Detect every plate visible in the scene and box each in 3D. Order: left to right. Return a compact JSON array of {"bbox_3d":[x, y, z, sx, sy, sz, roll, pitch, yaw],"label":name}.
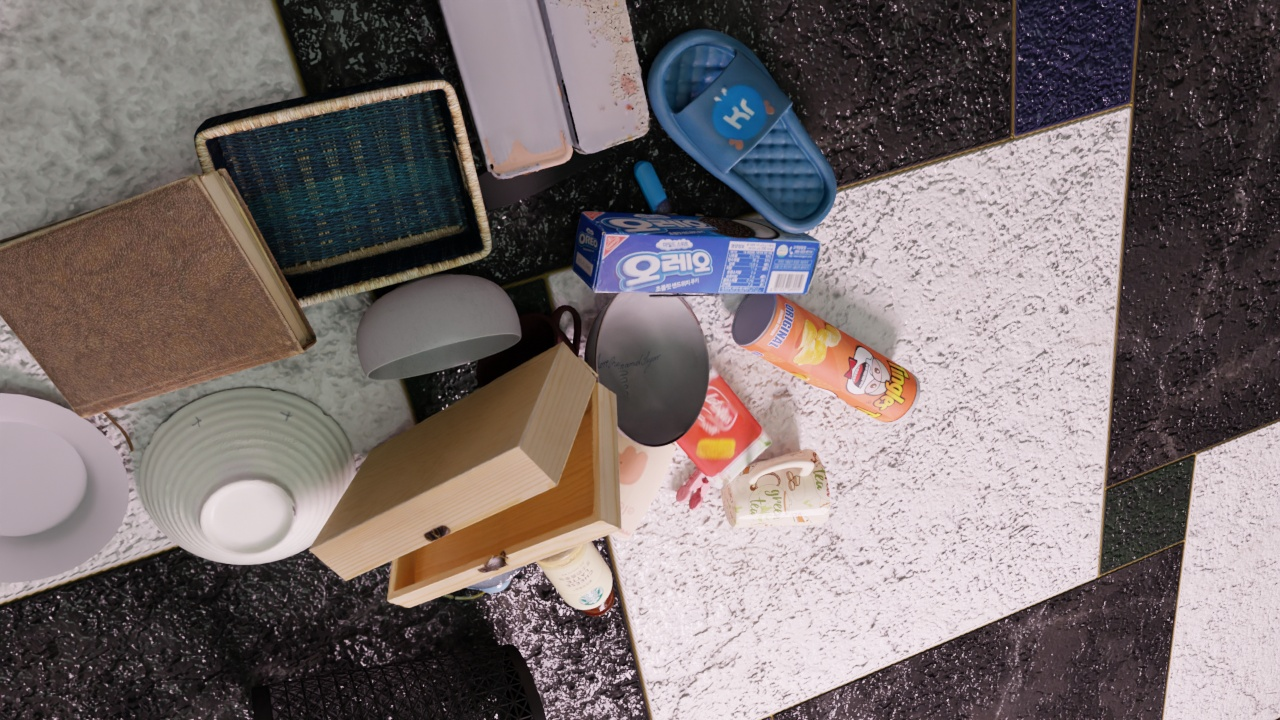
[{"bbox_3d":[-0.510,0.101,0.741,0.172,0.019,0.173,-8,115,-17],"label":"plate"}]

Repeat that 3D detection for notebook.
[{"bbox_3d":[-0.360,-0.027,0.684,0.216,0.034,0.190,-14,118,13],"label":"notebook"}]

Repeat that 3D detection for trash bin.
[{"bbox_3d":[-0.222,0.386,0.876,0.242,0.217,0.217,-10,116,-23],"label":"trash bin"}]

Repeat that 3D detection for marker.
[{"bbox_3d":[0.023,-0.128,0.839,0.018,0.015,0.123,-35,123,-10],"label":"marker"}]

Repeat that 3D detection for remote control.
[{"bbox_3d":[-0.084,-0.165,0.784,0.124,0.010,0.039,-25,119,-9],"label":"remote control"}]

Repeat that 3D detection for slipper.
[{"bbox_3d":[0.099,-0.200,0.798,0.213,0.059,0.103,41,83,-21],"label":"slipper"}]

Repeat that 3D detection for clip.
[{"bbox_3d":[0.066,0.133,0.968,0.038,0.022,0.059,29,99,-24],"label":"clip"}]

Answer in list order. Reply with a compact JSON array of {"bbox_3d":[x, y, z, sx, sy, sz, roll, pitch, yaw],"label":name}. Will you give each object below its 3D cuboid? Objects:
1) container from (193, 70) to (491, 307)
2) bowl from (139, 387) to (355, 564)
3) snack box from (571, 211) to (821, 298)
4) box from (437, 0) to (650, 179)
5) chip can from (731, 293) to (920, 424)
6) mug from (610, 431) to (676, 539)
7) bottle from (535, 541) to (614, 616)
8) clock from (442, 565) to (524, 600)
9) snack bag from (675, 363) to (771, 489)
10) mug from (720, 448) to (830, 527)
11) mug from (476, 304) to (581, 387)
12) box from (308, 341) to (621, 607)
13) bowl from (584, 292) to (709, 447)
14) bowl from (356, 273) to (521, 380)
[{"bbox_3d":[-0.224,-0.133,0.711,0.187,0.071,0.145,-17,118,-13],"label":"container"},{"bbox_3d":[-0.333,0.117,0.784,0.177,0.071,0.177,-8,116,-18],"label":"bowl"},{"bbox_3d":[0.054,-0.095,0.826,0.226,0.059,0.059,-2,118,-26],"label":"snack box"},{"bbox_3d":[-0.078,-0.266,0.726,0.153,0.058,0.217,-18,113,-12],"label":"box"},{"bbox_3d":[0.191,-0.001,0.929,0.210,0.062,0.062,26,102,-28],"label":"chip can"},{"bbox_3d":[-0.030,0.100,0.891,0.111,0.085,0.104,33,89,0],"label":"mug"},{"bbox_3d":[-0.064,0.206,0.908,0.056,0.056,0.162,-29,142,-6],"label":"bottle"},{"bbox_3d":[-0.158,0.183,0.890,0.088,0.051,0.125,15,108,-27],"label":"clock"},{"bbox_3d":[0.071,0.065,0.921,0.077,0.036,0.116,-42,113,-5],"label":"snack bag"},{"bbox_3d":[0.141,0.131,0.951,0.097,0.081,0.122,-8,154,-10],"label":"mug"},{"bbox_3d":[-0.081,0.005,0.832,0.088,0.087,0.113,45,64,-46],"label":"mug"},{"bbox_3d":[-0.131,0.105,0.759,0.250,0.140,0.123,-26,114,30],"label":"box"},{"bbox_3d":[-0.005,0.005,0.847,0.150,0.057,0.150,8,79,-44],"label":"bowl"},{"bbox_3d":[-0.168,-0.033,0.754,0.131,0.132,0.064,-15,85,-14],"label":"bowl"}]
